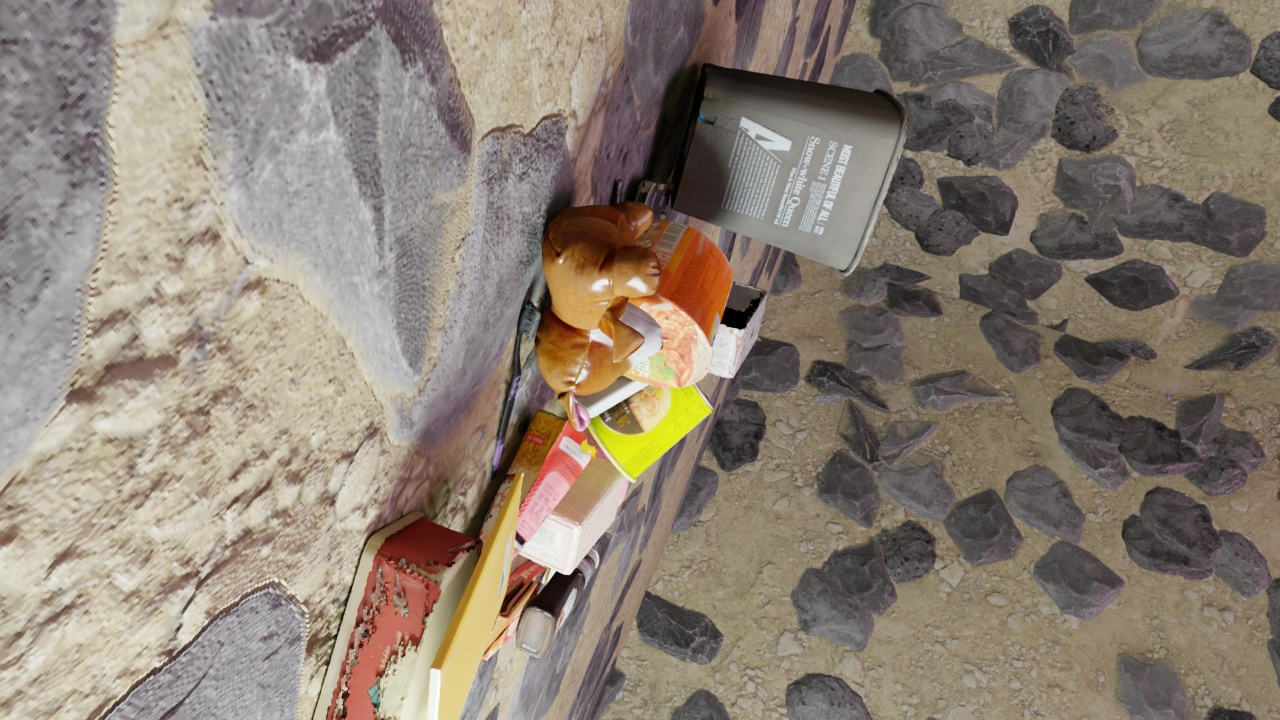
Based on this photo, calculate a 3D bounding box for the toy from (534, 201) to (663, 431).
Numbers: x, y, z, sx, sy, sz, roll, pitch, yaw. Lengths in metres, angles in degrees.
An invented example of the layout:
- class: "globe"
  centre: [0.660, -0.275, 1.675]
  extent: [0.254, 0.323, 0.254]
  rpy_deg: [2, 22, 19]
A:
- class: "toy"
  centre: [-0.036, -0.042, 0.802]
  extent: [0.140, 0.130, 0.200]
  rpy_deg: [-93, -160, -51]

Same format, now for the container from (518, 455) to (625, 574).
- class: "container"
  centre: [-0.084, 0.166, 1.017]
  extent: [0.110, 0.090, 0.090]
  rpy_deg: [-50, 158, -54]

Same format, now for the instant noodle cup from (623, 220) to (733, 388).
- class: "instant noodle cup"
  centre: [0.020, -0.062, 0.928]
  extent: [0.152, 0.151, 0.111]
  rpy_deg: [96, 18, -55]

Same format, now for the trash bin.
- class: "trash bin"
  centre: [0.158, -0.232, 1.054]
  extent: [0.198, 0.219, 0.199]
  rpy_deg: [-88, -167, -64]

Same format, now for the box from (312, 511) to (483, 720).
- class: "box"
  centre: [-0.169, 0.207, 0.666]
  extent: [0.091, 0.077, 0.168]
  rpy_deg: [-26, 135, -77]

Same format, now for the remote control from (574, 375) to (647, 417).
- class: "remote control"
  centre: [-0.006, 0.006, 0.992]
  extent: [0.150, 0.058, 0.021]
  rpy_deg: [-31, 138, -3]

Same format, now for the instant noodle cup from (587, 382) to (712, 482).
- class: "instant noodle cup"
  centre: [0.010, 0.056, 1.025]
  extent: [0.123, 0.111, 0.111]
  rpy_deg: [-35, 170, 4]

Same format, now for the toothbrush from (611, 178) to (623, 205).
- class: "toothbrush"
  centre: [-0.030, -0.112, 0.965]
  extent: [0.015, 0.018, 0.181]
  rpy_deg: [-52, 159, -43]

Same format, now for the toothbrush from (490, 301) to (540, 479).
- class: "toothbrush"
  centre: [-0.112, 0.032, 0.808]
  extent: [0.014, 0.017, 0.189]
  rpy_deg: [-39, 150, -57]

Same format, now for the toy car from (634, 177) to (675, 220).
- class: "toy car"
  centre: [0.011, -0.176, 0.999]
  extent: [0.090, 0.035, 0.042]
  rpy_deg: [-38, 145, -74]

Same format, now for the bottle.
- class: "bottle"
  centre: [-0.098, 0.293, 1.155]
  extent: [0.194, 0.044, 0.080]
  rpy_deg: [-44, 154, -68]

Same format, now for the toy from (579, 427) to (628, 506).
- class: "toy"
  centre: [-0.041, 0.114, 1.157]
  extent: [0.194, 0.075, 0.179]
  rpy_deg: [-53, 146, -52]

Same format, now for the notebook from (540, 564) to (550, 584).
- class: "notebook"
  centre: [-0.087, 0.184, 1.252]
  extent: [0.150, 0.012, 0.210]
  rpy_deg: [97, 17, -54]

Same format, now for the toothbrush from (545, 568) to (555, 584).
- class: "toothbrush"
  centre: [-0.103, 0.251, 1.220]
  extent: [0.020, 0.029, 0.190]
  rpy_deg: [50, -55, 53]

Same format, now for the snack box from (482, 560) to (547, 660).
- class: "snack box"
  centre: [-0.152, 0.285, 1.061]
  extent: [0.152, 0.025, 0.075]
  rpy_deg: [1, 108, -80]

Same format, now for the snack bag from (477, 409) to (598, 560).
- class: "snack bag"
  centre: [-0.120, 0.154, 0.878]
  extent: [0.207, 0.073, 0.129]
  rpy_deg: [-60, 178, -15]

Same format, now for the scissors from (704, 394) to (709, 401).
- class: "scissors"
  centre: [0.027, 0.101, 1.250]
  extent: [0.166, 0.014, 0.162]
  rpy_deg: [-30, -162, 28]

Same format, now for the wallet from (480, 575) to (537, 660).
- class: "wallet"
  centre: [-0.158, 0.273, 0.892]
  extent: [0.132, 0.031, 0.107]
  rpy_deg: [-51, 174, 11]

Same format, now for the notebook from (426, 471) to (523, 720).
- class: "notebook"
  centre: [-0.125, 0.201, 0.698]
  extent: [0.205, 0.010, 0.146]
  rpy_deg: [-74, 176, -58]

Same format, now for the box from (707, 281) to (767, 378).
- class: "box"
  centre: [0.079, -0.011, 1.329]
  extent: [0.180, 0.158, 0.206]
  rpy_deg: [-50, 158, -63]
